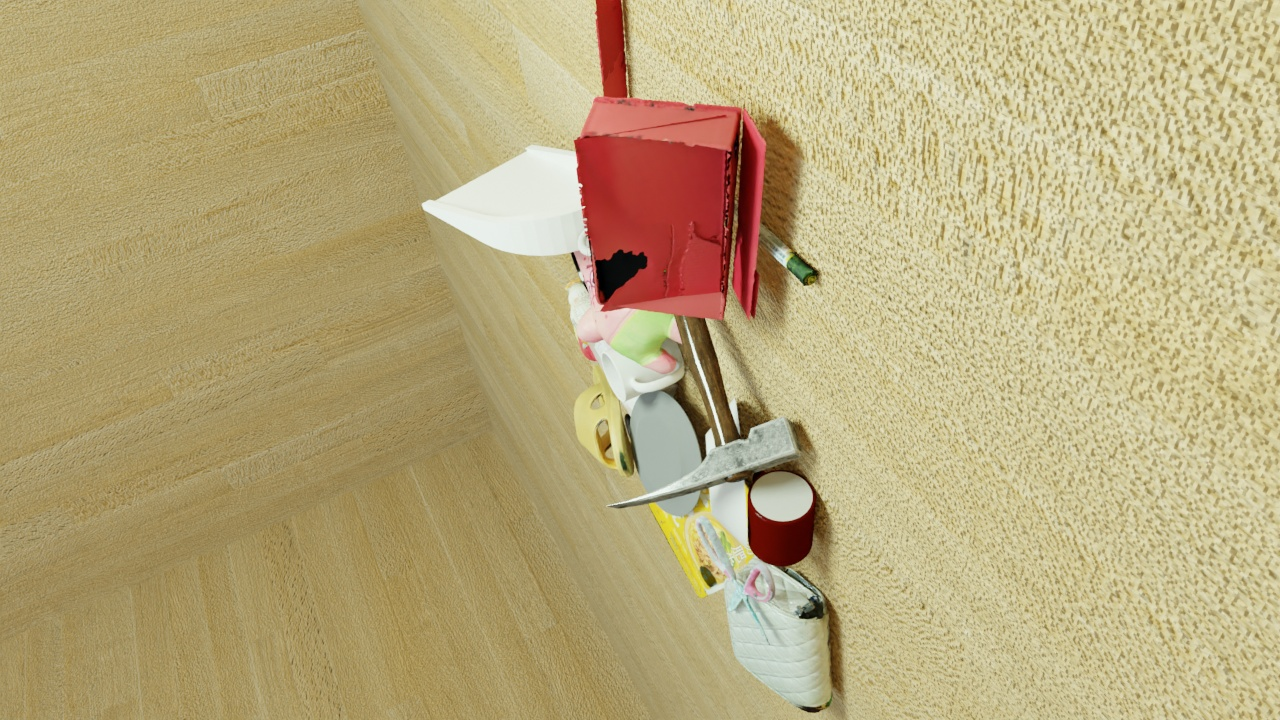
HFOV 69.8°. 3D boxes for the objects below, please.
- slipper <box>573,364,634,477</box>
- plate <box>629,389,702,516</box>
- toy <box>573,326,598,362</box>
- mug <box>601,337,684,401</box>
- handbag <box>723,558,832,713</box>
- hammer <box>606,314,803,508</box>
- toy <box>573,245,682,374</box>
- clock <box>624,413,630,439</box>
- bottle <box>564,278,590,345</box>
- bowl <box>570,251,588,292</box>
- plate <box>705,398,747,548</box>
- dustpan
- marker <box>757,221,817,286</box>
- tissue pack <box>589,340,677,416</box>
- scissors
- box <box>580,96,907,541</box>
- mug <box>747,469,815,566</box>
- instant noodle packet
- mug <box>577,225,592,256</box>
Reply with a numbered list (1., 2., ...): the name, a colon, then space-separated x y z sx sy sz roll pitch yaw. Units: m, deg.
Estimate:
1. slipper: -0.063 0.087 1.418 0.263 0.078 0.100 -107 7 -63
2. plate: 0.028 0.128 1.262 0.178 0.012 0.178 28 123 53
3. toy: -0.083 -0.041 1.547 0.135 0.045 0.092 -136 30 -64
4. mug: 0.010 0.011 1.229 0.110 0.090 0.074 40 149 59
5. handbag: 0.183 0.343 1.161 0.139 0.072 0.195 28 142 40
6. hammer: 0.032 0.003 1.025 0.037 0.218 0.300 30 -139 -64
7. toy: -0.023 -0.090 1.166 0.236 0.096 0.193 55 135 17
8. clock: 0.011 0.116 1.441 0.148 0.056 0.104 81 162 -47
9. bottle: -0.082 -0.078 1.459 0.108 0.063 0.063 63 164 14
10. bowl: -0.054 -0.145 1.289 0.124 0.052 0.124 57 162 30
11. plate: 0.098 0.132 1.075 0.174 0.036 0.174 -1 -93 -87
12. dustpan: -0.138 -0.221 1.183 0.258 0.191 0.053 31 145 37
13. marker: 0.115 -0.113 0.845 0.146 0.017 0.017 53 159 43
14. tissue pack: -0.008 0.008 1.359 0.181 0.071 0.104 53 144 32
15. scissors: 0.113 0.254 1.087 0.175 0.013 0.171 53 157 23
16. box: 0.069 -0.048 0.760 0.213 0.148 0.374 88 159 -50
17. mug: 0.150 0.164 1.026 0.083 0.073 0.105 83 167 -45
18. instant noodle packet: 0.110 0.218 1.250 0.163 0.084 0.222 61 153 13
19. mug: -0.030 -0.150 1.052 0.071 0.107 0.089 47 -149 -32
